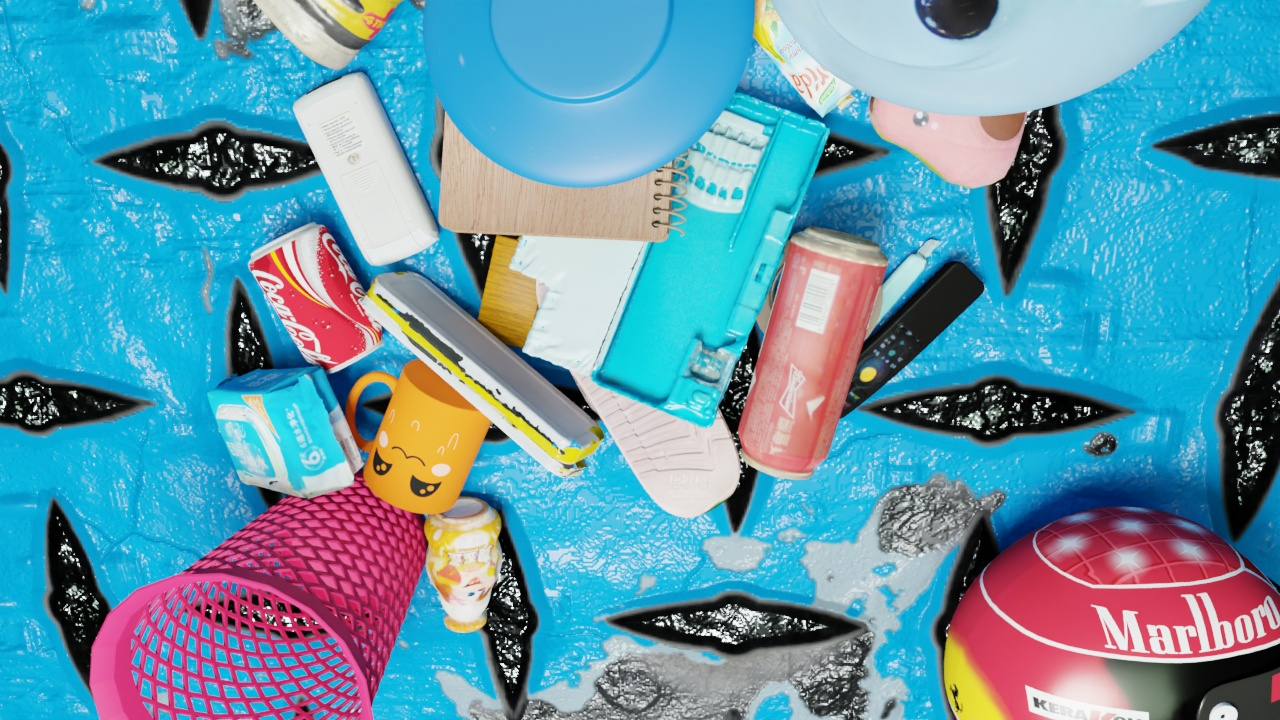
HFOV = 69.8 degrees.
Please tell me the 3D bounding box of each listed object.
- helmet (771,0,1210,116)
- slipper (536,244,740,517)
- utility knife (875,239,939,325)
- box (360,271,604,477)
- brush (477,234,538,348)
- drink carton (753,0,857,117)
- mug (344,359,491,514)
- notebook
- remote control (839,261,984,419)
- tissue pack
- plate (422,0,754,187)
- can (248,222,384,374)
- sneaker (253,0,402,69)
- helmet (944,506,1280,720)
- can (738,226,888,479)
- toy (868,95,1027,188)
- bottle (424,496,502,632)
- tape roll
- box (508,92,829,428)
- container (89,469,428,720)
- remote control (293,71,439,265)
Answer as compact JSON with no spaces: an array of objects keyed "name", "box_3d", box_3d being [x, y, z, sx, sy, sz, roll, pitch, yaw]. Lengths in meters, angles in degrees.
[{"name":"helmet","box_3d":[0.192,-0.239,0.535,0.266,0.224,0.167,27,145,15]},{"name":"slipper","box_3d":[-0.004,0.004,0.691,0.094,0.064,0.239,-26,88,-3]},{"name":"utility knife","box_3d":[0.183,-0.044,0.693,0.022,0.015,0.120,31,108,-26]},{"name":"box","box_3d":[-0.121,0.011,0.680,0.210,0.065,0.045,39,108,12]},{"name":"brush","box_3d":[-0.092,-0.074,0.704,0.048,0.017,0.126,16,108,-1]},{"name":"drink carton","box_3d":[0.103,-0.226,0.627,0.044,0.038,0.129,-37,101,24]},{"name":"mug","box_3d":[-0.180,0.051,0.722,0.112,0.077,0.096,28,108,6]},{"name":"notebook","box_3d":[-0.047,-0.190,0.626,0.169,0.022,0.210,4,91,7]},{"name":"remote control","box_3d":[0.192,-0.014,0.698,0.041,0.020,0.152,34,109,-31]},{"name":"tissue pack","box_3d":[-0.280,0.055,0.714,0.145,0.061,0.093,-1,113,46]},{"name":"plate","box_3d":[-0.038,-0.227,0.600,0.224,0.024,0.224,0,90,8]},{"name":"can","box_3d":[-0.245,-0.047,0.700,0.064,0.064,0.105,-25,104,11]},{"name":"sneaker","box_3d":[-0.234,-0.325,0.599,0.122,0.085,0.238,-30,107,19]},{"name":"helmet","box_3d":[0.363,0.220,0.670,0.271,0.197,0.225,-5,107,-3]},{"name":"can","box_3d":[0.117,-0.005,0.639,0.067,0.067,0.170,13,106,0]},{"name":"toy","box_3d":[0.210,-0.169,0.632,0.110,0.051,0.090,12,104,2]},{"name":"bottle","box_3d":[-0.146,0.171,0.763,0.063,0.063,0.109,3,108,3]},{"name":"tape roll","box_3d":[0.131,-0.048,0.679,0.094,0.030,0.094,3,102,14]},{"name":"box","box_3d":[0.008,-0.089,0.645,0.182,0.039,0.226,22,87,7]},{"name":"container","box_3d":[-0.253,0.184,0.689,0.183,0.225,0.183,1,108,4]},{"name":"remote control","box_3d":[-0.205,-0.141,0.688,0.060,0.025,0.138,-21,103,10]}]
